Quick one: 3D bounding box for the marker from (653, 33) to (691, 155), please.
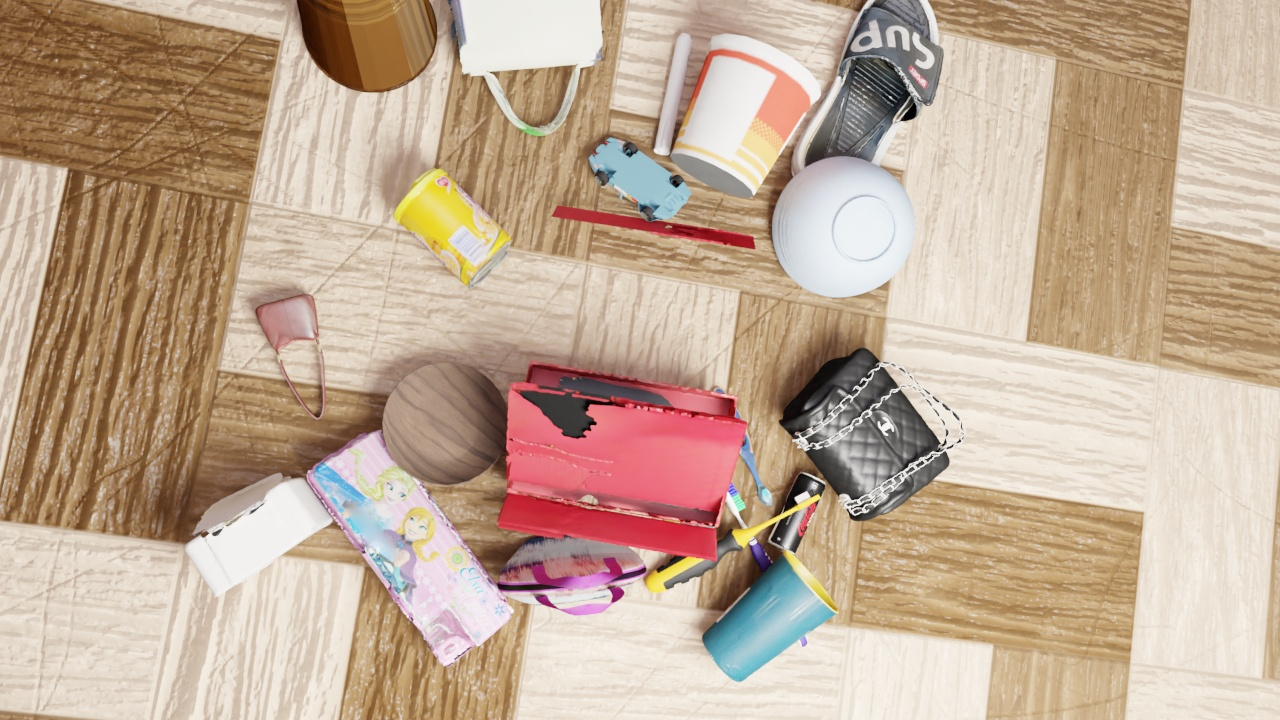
[{"bbox_3d":[0.035,-0.282,0.966,0.017,0.020,0.133,12,84,-7],"label":"marker"}]

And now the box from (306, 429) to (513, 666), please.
[{"bbox_3d":[-0.217,0.175,0.867,0.084,0.063,0.230,-36,92,-11],"label":"box"}]

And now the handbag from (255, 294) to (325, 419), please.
[{"bbox_3d":[-0.327,-0.001,0.883,0.055,0.029,0.119,-16,94,-9],"label":"handbag"}]

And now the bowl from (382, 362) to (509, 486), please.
[{"bbox_3d":[-0.190,0.063,0.891,0.119,0.032,0.119,3,79,-17],"label":"bowl"}]

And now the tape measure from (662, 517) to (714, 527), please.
[{"bbox_3d":[0.047,0.136,0.928,0.058,0.036,0.065,2,86,-9],"label":"tape measure"}]

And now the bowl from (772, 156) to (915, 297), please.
[{"bbox_3d":[0.218,-0.135,0.941,0.150,0.075,0.150,-1,101,-8],"label":"bowl"}]

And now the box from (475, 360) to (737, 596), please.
[{"bbox_3d":[-0.034,0.186,0.796,0.213,0.128,0.424,10,51,-1],"label":"box"}]

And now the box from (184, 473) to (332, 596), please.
[{"bbox_3d":[-0.355,0.138,0.827,0.108,0.102,0.102,-36,91,-9],"label":"box"}]

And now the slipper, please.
[{"bbox_3d":[0.254,-0.291,0.984,0.111,0.063,0.263,31,84,-6],"label":"slipper"}]

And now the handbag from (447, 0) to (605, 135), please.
[{"bbox_3d":[-0.113,-0.318,0.929,0.151,0.074,0.176,-9,106,-9],"label":"handbag"}]

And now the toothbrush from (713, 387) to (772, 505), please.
[{"bbox_3d":[0.107,0.090,0.952,0.021,0.017,0.135,-24,90,-11],"label":"toothbrush"}]

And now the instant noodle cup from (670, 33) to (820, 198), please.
[{"bbox_3d":[0.099,-0.241,0.929,0.123,0.123,0.121,26,89,-7],"label":"instant noodle cup"}]

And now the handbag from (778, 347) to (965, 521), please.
[{"bbox_3d":[0.230,0.077,0.918,0.124,0.115,0.153,-38,96,-22],"label":"handbag"}]

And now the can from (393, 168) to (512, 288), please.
[{"bbox_3d":[-0.182,-0.128,0.894,0.105,0.068,0.067,44,80,-4],"label":"can"}]

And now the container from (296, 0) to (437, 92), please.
[{"bbox_3d":[-0.258,-0.342,0.846,0.132,0.167,0.132,1,85,-10],"label":"container"}]

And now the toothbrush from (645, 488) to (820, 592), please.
[{"bbox_3d":[0.094,0.183,0.925,0.196,0.031,0.031,-28,67,-1],"label":"toothbrush"}]

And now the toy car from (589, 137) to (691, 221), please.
[{"bbox_3d":[-0.002,-0.183,0.947,0.108,0.028,0.060,37,68,10],"label":"toy car"}]

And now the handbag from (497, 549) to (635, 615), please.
[{"bbox_3d":[-0.057,0.200,0.838,0.144,0.170,0.068,-4,86,-10],"label":"handbag"}]

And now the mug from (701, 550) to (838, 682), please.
[{"bbox_3d":[0.124,0.256,0.906,0.121,0.078,0.078,-42,93,6],"label":"mug"}]

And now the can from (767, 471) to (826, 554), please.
[{"bbox_3d":[0.162,0.157,0.949,0.031,0.031,0.080,28,82,-7],"label":"can"}]

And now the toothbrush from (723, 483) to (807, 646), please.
[{"bbox_3d":[0.130,0.211,0.948,0.016,0.015,0.186,-28,91,-10],"label":"toothbrush"}]
